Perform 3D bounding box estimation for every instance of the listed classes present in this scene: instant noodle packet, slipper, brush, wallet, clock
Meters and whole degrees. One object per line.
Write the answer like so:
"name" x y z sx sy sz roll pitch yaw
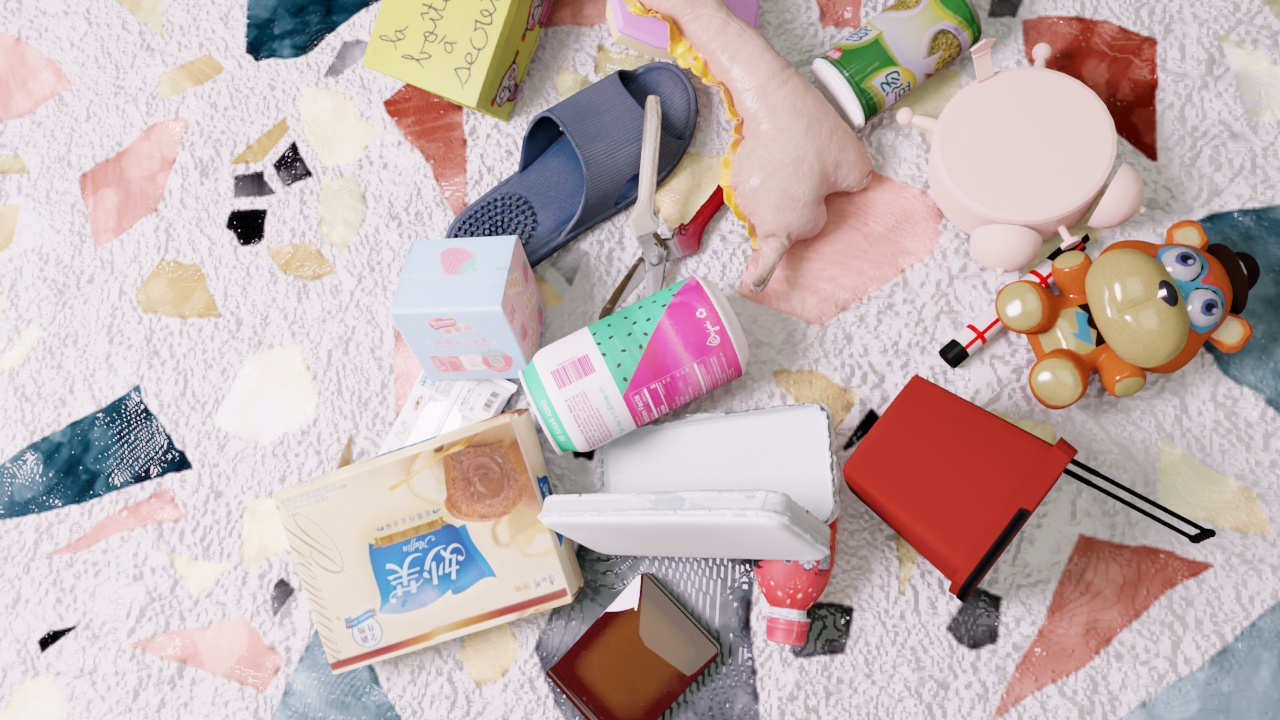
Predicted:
"instant noodle packet" -0.171 0.064 0.775 0.087 0.026 0.134 25 85 14
"slipper" -0.062 -0.160 0.770 0.263 0.082 0.101 -39 77 2
"brush" -0.016 -0.305 0.760 0.228 0.043 0.089 6 92 -13
"wallet" -0.004 0.237 0.717 0.091 0.018 0.115 43 93 15
"clock" 0.291 -0.158 0.699 0.131 0.086 0.160 -24 78 5

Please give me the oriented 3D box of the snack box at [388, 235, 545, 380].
"snack box" -0.136 -0.042 0.744 0.093 0.095 0.079 -1 55 11

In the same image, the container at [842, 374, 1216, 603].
"container" 0.250 0.108 0.624 0.201 0.148 0.127 37 87 24

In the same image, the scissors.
"scissors" 0.024 -0.124 0.758 0.196 0.015 0.179 -30 108 -14

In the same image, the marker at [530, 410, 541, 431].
"marker" -0.063 0.029 0.766 0.146 0.017 0.017 -40 75 1

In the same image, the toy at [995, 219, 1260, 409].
"toy" 0.353 -0.035 0.665 0.176 0.096 0.112 -20 78 -5

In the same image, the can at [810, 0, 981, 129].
"can" 0.205 -0.248 0.741 0.121 0.067 0.067 -36 75 2

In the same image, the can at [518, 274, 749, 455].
"can" -0.004 0.004 0.714 0.166 0.088 0.088 -26 75 -2

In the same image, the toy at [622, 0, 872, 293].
"toy" 0.066 -0.204 0.726 0.264 0.065 0.196 42 77 -9

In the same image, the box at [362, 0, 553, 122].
"box" -0.141 -0.332 0.795 0.124 0.082 0.221 26 97 14

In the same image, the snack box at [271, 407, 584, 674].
"snack box" -0.166 0.142 0.728 0.207 0.055 0.153 -19 90 7

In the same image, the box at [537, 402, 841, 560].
"box" 0.027 0.093 0.657 0.212 0.105 0.130 -13 70 32

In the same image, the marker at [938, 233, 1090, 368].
"marker" 0.292 -0.048 0.711 0.145 0.019 0.019 -41 75 1

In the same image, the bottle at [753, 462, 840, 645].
"bottle" 0.115 0.141 0.687 0.062 0.062 0.137 5 79 12
